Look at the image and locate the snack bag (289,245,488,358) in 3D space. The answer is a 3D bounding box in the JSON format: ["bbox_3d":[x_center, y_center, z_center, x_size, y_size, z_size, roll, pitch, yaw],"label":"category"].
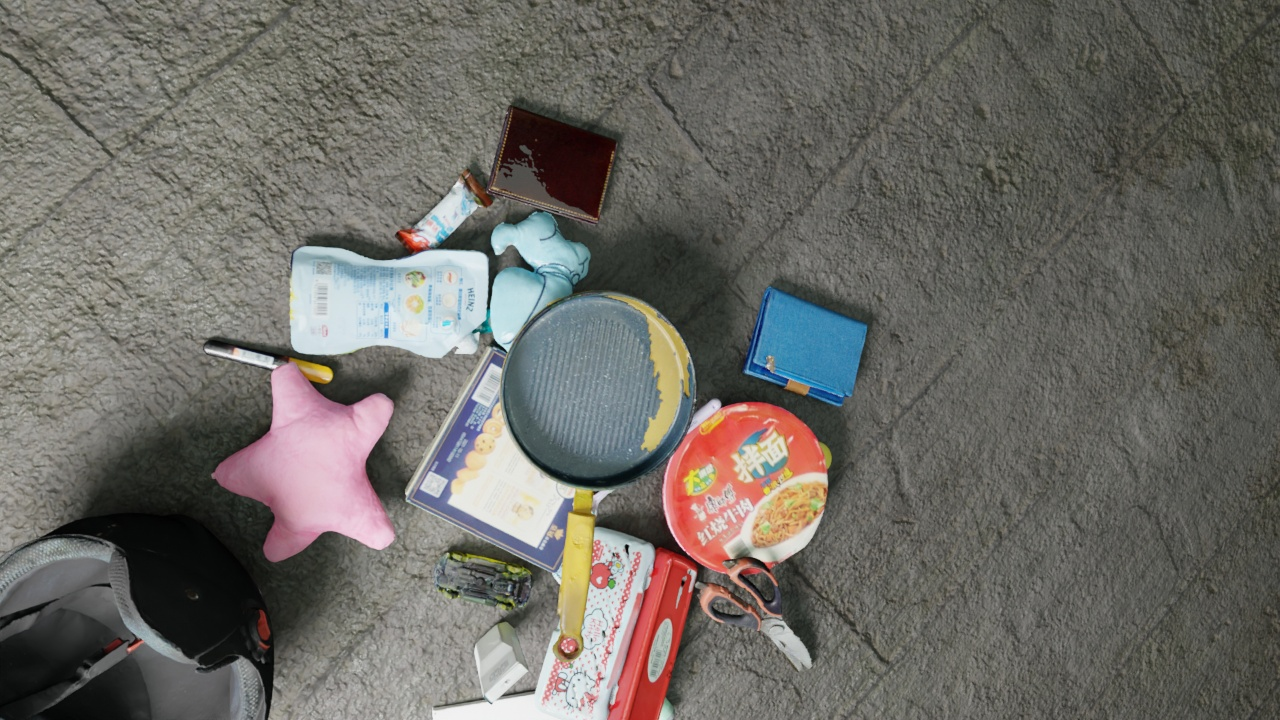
[{"bbox_3d":[-0.249,-0.058,0.918,0.191,0.039,0.110,1,91,-13],"label":"snack bag"}]

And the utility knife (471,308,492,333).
[{"bbox_3d":[-0.159,-0.040,0.963,0.179,0.013,0.029,-8,93,-15],"label":"utility knife"}]

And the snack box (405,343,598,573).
[{"bbox_3d":[-0.125,0.104,0.968,0.182,0.046,0.178,31,86,-16],"label":"snack box"}]

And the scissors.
[{"bbox_3d":[0.133,0.300,1.041,0.191,0.015,0.207,2,123,-11],"label":"scissors"}]

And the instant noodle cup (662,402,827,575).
[{"bbox_3d":[0.109,0.139,1.027,0.193,0.066,0.194,-1,94,-15],"label":"instant noodle cup"}]

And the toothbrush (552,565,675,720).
[{"bbox_3d":[-0.031,0.318,1.023,0.027,0.026,0.224,-36,103,-3],"label":"toothbrush"}]

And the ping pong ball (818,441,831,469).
[{"bbox_3d":[0.201,0.113,1.063,0.040,0.040,0.040,-1,95,-16],"label":"ping pong ball"}]

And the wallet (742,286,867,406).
[{"bbox_3d":[0.190,-0.014,1.051,0.133,0.040,0.106,19,81,-16],"label":"wallet"}]

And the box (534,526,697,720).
[{"bbox_3d":[-0.017,0.293,0.982,0.154,0.074,0.201,24,72,-21],"label":"box"}]

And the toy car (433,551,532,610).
[{"bbox_3d":[-0.167,0.232,0.975,0.105,0.032,0.048,13,91,-5],"label":"toy car"}]

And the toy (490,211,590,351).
[{"bbox_3d":[-0.105,-0.065,0.947,0.161,0.050,0.156,43,71,-9],"label":"toy"}]

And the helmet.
[{"bbox_3d":[-0.439,0.260,0.799,0.233,0.230,0.275,-33,102,4],"label":"helmet"}]

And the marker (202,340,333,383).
[{"bbox_3d":[-0.367,0.001,0.908,0.123,0.015,0.018,15,89,-14],"label":"marker"}]

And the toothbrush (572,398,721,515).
[{"bbox_3d":[0.010,0.101,0.963,0.189,0.021,0.029,-39,99,-4],"label":"toothbrush"}]

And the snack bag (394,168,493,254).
[{"bbox_3d":[-0.200,-0.145,0.936,0.104,0.026,0.048,-42,118,-8],"label":"snack bag"}]

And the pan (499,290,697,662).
[{"bbox_3d":[-0.051,0.109,0.900,0.197,0.078,0.357,9,91,-13],"label":"pan"}]

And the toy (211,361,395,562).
[{"bbox_3d":[-0.330,0.098,0.898,0.178,0.074,0.194,-3,92,-5],"label":"toy"}]

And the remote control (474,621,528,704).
[{"bbox_3d":[-0.145,0.305,0.938,0.049,0.125,0.024,-42,104,-9],"label":"remote control"}]

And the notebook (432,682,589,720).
[{"bbox_3d":[-0.119,0.439,1.016,0.209,0.012,0.150,-4,97,-15],"label":"notebook"}]

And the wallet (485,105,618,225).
[{"bbox_3d":[-0.091,-0.204,0.961,0.122,0.020,0.096,15,86,-16],"label":"wallet"}]
